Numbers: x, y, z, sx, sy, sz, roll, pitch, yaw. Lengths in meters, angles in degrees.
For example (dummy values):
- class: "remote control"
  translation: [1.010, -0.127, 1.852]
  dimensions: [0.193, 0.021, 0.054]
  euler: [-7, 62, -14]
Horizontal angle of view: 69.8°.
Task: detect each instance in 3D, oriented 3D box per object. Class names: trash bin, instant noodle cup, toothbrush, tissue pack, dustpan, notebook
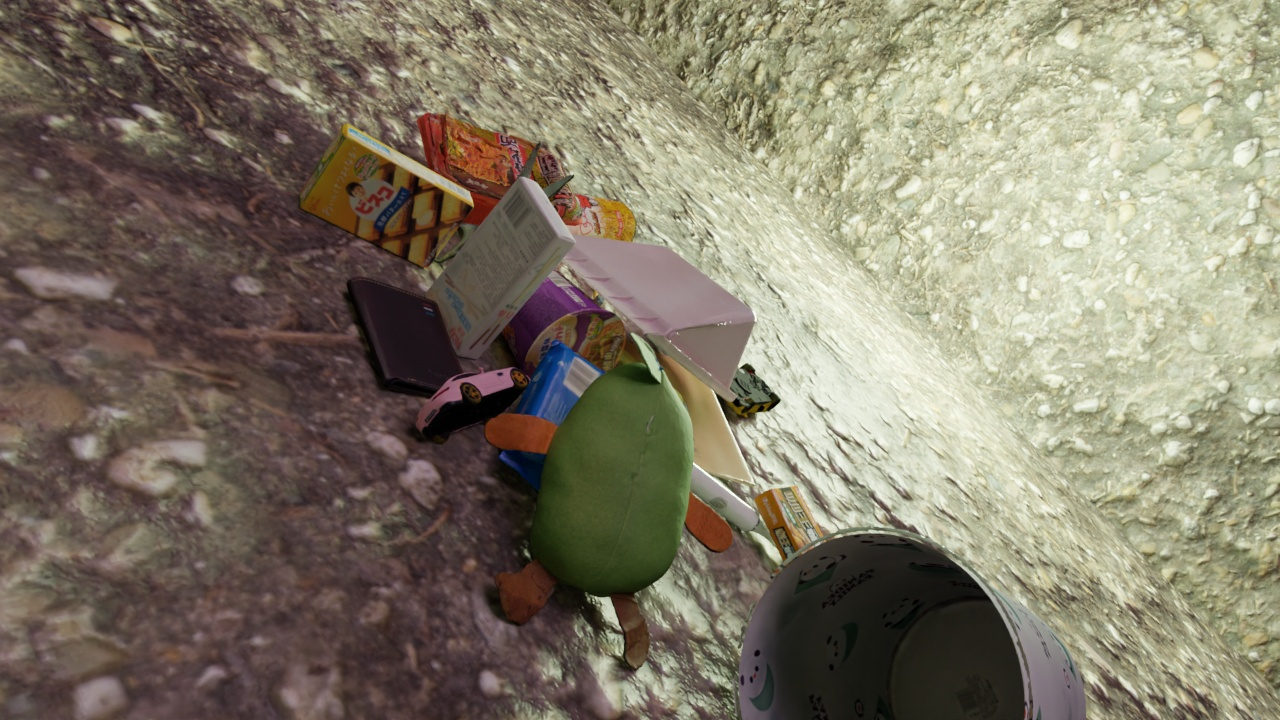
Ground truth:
- class: "trash bin"
  translation: [0.240, 0.272, 0.756]
  dimensions: [0.251, 0.230, 0.229]
  euler: [26, 27, -47]
- class: "instant noodle cup"
  translation: [-0.087, -0.032, 0.910]
  dimensions: [0.111, 0.112, 0.099]
  euler: [17, 24, -48]
- class: "toothbrush"
  translation: [0.096, 0.155, 0.968]
  dimensions: [0.221, 0.027, 0.026]
  euler: [39, 35, -18]
- class: "toothbrush"
  translation: [-0.054, -0.109, 1.213]
  dimensions: [0.016, 0.018, 0.191]
  euler: [37, 22, -18]
- class: "tissue pack"
  translation: [-0.065, 0.058, 0.808]
  dimensions: [0.095, 0.052, 0.156]
  euler: [37, 44, -18]
- class: "dustpan"
  translation: [0.006, -0.032, 1.013]
  dimensions: [0.272, 0.139, 0.222]
  euler: [-2, 35, -43]
- class: "notebook"
  translation: [0.043, 0.056, 1.060]
  dimensions: [0.147, 0.008, 0.207]
  euler: [19, 30, -29]
- class: "instant noodle cup"
  translation: [-0.174, -0.208, 1.083]
  dimensions: [0.188, 0.079, 0.164]
  euler: [13, 37, -31]

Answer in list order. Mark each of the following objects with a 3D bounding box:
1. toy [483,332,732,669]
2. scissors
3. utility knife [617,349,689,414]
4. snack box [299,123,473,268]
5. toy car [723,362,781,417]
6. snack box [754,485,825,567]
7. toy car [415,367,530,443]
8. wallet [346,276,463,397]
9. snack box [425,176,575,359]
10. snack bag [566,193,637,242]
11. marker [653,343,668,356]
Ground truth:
- class: "toy"
  translation: [-0.022, 0.105, 0.722]
  dimensions: [0.227, 0.090, 0.246]
  euler: [30, 60, -20]
- class: "scissors"
  translation: [-0.143, -0.135, 0.931]
  dimensions: [0.014, 0.175, 0.159]
  euler: [-46, 133, -71]
- class: "utility knife"
  translation: [-0.006, 0.006, 1.055]
  dimensions: [0.165, 0.018, 0.030]
  euler: [34, 31, 3]
- class: "snack box"
  translation: [-0.243, -0.155, 0.883]
  dimensions: [0.140, 0.087, 0.033]
  euler: [28, 26, -34]
- class: "toy car"
  translation: [0.136, 0.041, 1.228]
  dimensions: [0.071, 0.041, 0.155]
  euler: [50, 21, 19]
- class: "snack box"
  translation: [0.177, 0.208, 0.973]
  dimensions: [0.075, 0.026, 0.153]
  euler: [6, 54, -57]
- class: "toy car"
  translation: [-0.139, 0.032, 0.757]
  dimensions: [0.037, 0.056, 0.122]
  euler: [50, 24, 11]
- class: "wallet"
  translation: [-0.199, -0.016, 0.796]
  dimensions: [0.096, 0.020, 0.122]
  euler: [17, 36, -48]
- class: "snack box"
  translation: [-0.132, -0.084, 0.847]
  dimensions: [0.026, 0.157, 0.084]
  euler: [12, 38, -51]
- class: "snack bag"
  translation: [-0.108, -0.199, 1.242]
  dimensions: [0.207, 0.073, 0.128]
  euler: [9, 40, -42]
- class: "marker"
  translation: [0.035, -0.007, 1.180]
  dimensions: [0.017, 0.017, 0.145]
  euler: [10, 38, -53]
